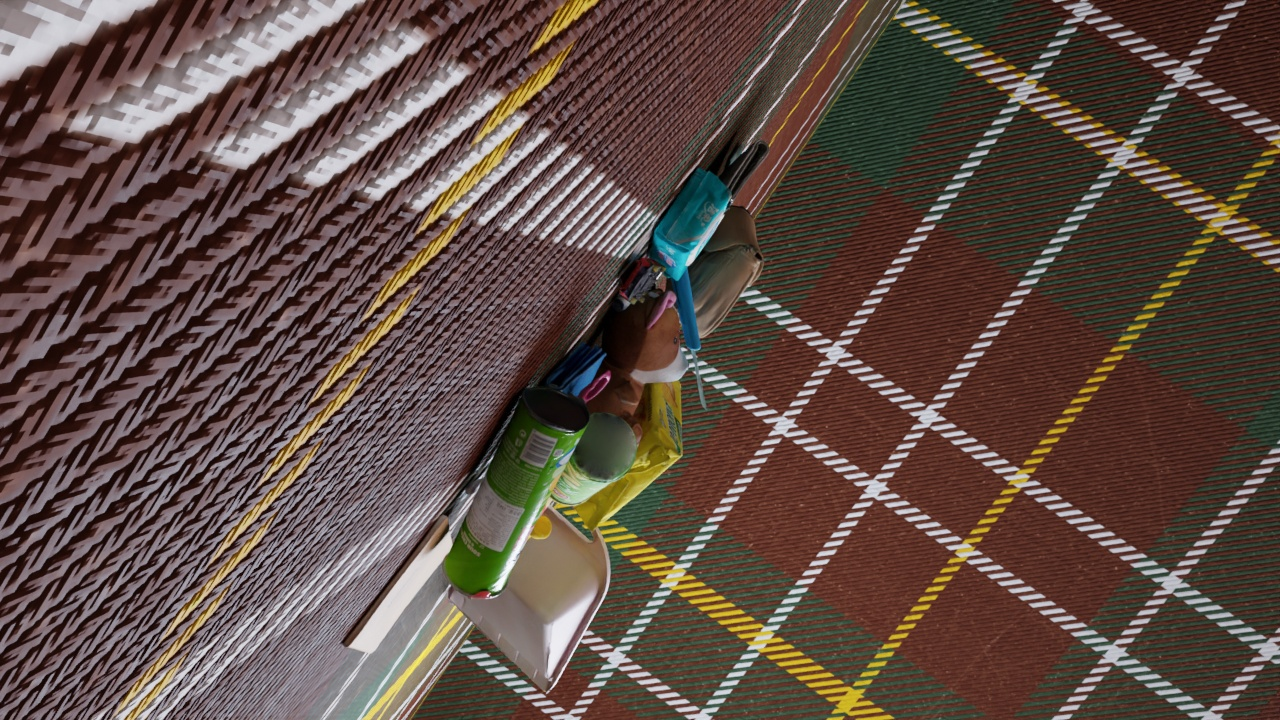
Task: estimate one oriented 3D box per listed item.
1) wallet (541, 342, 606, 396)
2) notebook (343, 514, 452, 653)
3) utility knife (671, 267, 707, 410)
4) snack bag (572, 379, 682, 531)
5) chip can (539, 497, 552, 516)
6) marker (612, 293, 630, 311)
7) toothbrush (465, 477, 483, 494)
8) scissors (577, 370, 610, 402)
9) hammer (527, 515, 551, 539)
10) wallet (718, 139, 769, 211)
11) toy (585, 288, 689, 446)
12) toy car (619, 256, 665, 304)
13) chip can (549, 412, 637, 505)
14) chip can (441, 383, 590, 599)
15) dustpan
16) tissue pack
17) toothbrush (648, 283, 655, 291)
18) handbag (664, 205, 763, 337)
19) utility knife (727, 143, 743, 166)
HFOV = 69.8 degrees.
[{"bbox_3d":[-0.094,0.049,1.001,0.106,0.040,0.133,-44,170,-52],"label":"wallet"},{"bbox_3d":[-0.244,0.237,0.951,0.147,0.008,0.208,-54,177,-21],"label":"notebook"},{"bbox_3d":[0.057,-0.047,1.098,0.018,0.218,0.034,-12,180,-16],"label":"utility knife"},{"bbox_3d":[-0.009,0.106,1.211,0.158,0.068,0.246,-46,-165,21],"label":"snack bag"},{"bbox_3d":[-0.097,0.100,1.164,0.216,0.073,0.073,-52,176,-31],"label":"chip can"},{"bbox_3d":[-0.001,-0.094,1.076,0.130,0.018,0.023,-52,150,-52],"label":"marker"},{"bbox_3d":[-0.160,0.124,1.001,0.016,0.016,0.180,-60,174,7],"label":"toothbrush"},{"bbox_3d":[-0.076,0.057,0.964,0.134,0.017,0.133,-43,166,9],"label":"scissors"},{"bbox_3d":[-0.108,0.121,1.250,0.129,0.033,0.299,-14,-142,47],"label":"hammer"},{"bbox_3d":[0.096,-0.208,1.130,0.106,0.037,0.130,-53,-172,-23],"label":"wallet"},{"bbox_3d":[-0.006,0.006,1.097,0.140,0.130,0.199,-156,-96,-73],"label":"toy"},{"bbox_3d":[-0.001,-0.089,0.987,0.049,0.031,0.106,-56,178,10],"label":"toy car"},{"bbox_3d":[-0.060,0.111,0.998,0.072,0.072,0.222,-54,-178,-20],"label":"chip can"},{"bbox_3d":[-0.125,0.132,0.903,0.237,0.072,0.072,-62,174,28],"label":"chip can"},{"bbox_3d":[-0.151,0.323,1.341,0.138,0.222,0.274,-38,160,-36],"label":"dustpan"},{"bbox_3d":[0.053,-0.147,1.019,0.093,0.050,0.133,-56,177,-9],"label":"tissue pack"},{"bbox_3d":[-0.012,-0.023,1.313,0.017,0.014,0.189,-81,-170,-77],"label":"toothbrush"},{"bbox_3d":[0.089,-0.126,1.203,0.148,0.100,0.204,-48,-164,21],"label":"handbag"},{"bbox_3d":[0.125,-0.260,1.263,0.029,0.013,0.176,-53,177,-5],"label":"utility knife"}]
